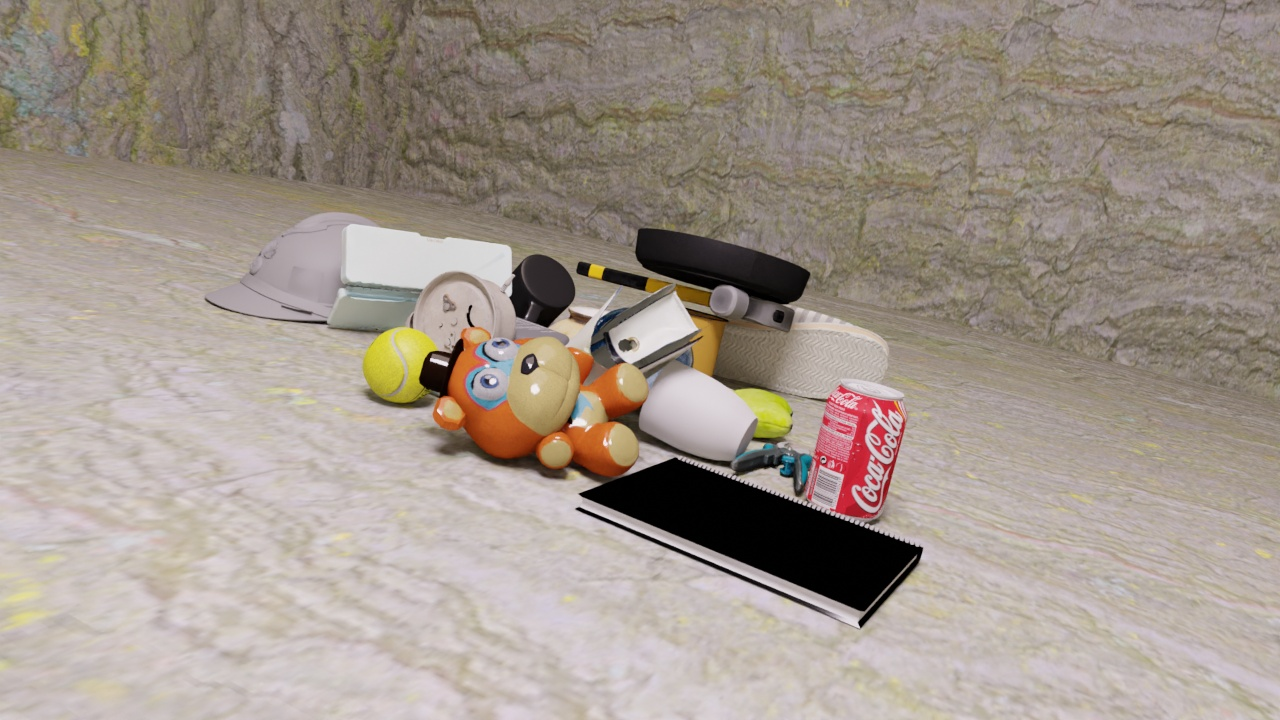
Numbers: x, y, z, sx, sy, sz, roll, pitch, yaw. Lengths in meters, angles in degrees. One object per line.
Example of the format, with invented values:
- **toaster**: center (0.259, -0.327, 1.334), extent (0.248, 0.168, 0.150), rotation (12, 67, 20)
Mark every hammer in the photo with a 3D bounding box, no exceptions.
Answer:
- **hammer**: center (0.042, -0.085, 1.130), extent (0.325, 0.034, 0.169), rotation (18, 4, 40)

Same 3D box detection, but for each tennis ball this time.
- **tennis ball**: center (-0.206, 0.004, 0.795), extent (0.065, 0.065, 0.065), rotation (11, 11, -2)

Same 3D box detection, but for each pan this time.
- **pan**: center (0.127, -0.100, 1.125), extent (0.204, 0.044, 0.355), rotation (15, 2, 29)

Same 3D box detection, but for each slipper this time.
- **slipper**: center (0.176, -0.015, 1.170), extent (0.273, 0.115, 0.053), rotation (6, 29, 14)

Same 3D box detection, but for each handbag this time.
- **handbag**: center (-0.048, 0.000, 0.827), extent (0.175, 0.074, 0.151), rotation (-28, -5, -23)

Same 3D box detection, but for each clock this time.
- **clock**: center (-0.196, -0.035, 0.964), extent (0.157, 0.103, 0.061), rotation (-11, -7, 26)

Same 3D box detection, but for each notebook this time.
- **notebook**: center (0.080, 0.118, 0.648), extent (0.207, 0.016, 0.148), rotation (17, 13, 28)

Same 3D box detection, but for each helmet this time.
- **helmet**: center (-0.376, -0.120, 1.108), extent (0.270, 0.118, 0.183), rotation (-1, 17, -42)

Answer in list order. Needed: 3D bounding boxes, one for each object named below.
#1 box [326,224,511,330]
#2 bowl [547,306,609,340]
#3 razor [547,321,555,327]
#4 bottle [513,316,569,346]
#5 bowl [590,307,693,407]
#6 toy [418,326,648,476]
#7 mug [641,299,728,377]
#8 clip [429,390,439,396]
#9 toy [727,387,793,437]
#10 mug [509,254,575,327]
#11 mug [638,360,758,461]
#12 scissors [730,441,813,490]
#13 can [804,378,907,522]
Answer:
- **box**: center (-0.250, -0.086, 1.052), extent (0.197, 0.126, 0.074), rotation (4, 41, -34)
- **bowl**: center (-0.058, -0.027, 1.113), extent (0.145, 0.063, 0.145), rotation (10, 11, -2)
- **razor**: center (-0.167, -0.056, 1.220), extent (0.116, 0.047, 0.088), rotation (15, 9, -25)
- **bottle**: center (-0.130, -0.013, 1.011), extent (0.174, 0.046, 0.083), rotation (19, 14, 35)
- **bowl**: center (-0.006, 0.006, 0.967), extent (0.114, 0.061, 0.114), rotation (6, 57, -10)
- **toy**: center (-0.084, 0.032, 0.713), extent (0.176, 0.096, 0.112), rotation (9, 52, -1)
- **mug**: center (0.046, -0.012, 1.055), extent (0.101, 0.094, 0.123), rotation (18, 8, 31)
- **clip**: center (-0.172, 0.025, 0.841), extent (0.076, 0.023, 0.042), rotation (17, 14, 35)
- **toy**: center (0.098, 0.050, 0.941), extent (0.118, 0.043, 0.092), rotation (10, 13, 7)
- **mug**: center (-0.139, -0.063, 1.125), extent (0.078, 0.088, 0.113), rotation (32, 44, -19)
- **mug**: center (0.063, 0.048, 0.835), extent (0.089, 0.071, 0.107), rotation (26, 18, 19)
- **scissors**: center (0.125, 0.091, 0.824), extent (0.124, 0.019, 0.156), rotation (9, 9, -21)
- **can**: center (0.174, 0.072, 0.739), extent (0.064, 0.105, 0.064), rotation (11, 11, -2)
